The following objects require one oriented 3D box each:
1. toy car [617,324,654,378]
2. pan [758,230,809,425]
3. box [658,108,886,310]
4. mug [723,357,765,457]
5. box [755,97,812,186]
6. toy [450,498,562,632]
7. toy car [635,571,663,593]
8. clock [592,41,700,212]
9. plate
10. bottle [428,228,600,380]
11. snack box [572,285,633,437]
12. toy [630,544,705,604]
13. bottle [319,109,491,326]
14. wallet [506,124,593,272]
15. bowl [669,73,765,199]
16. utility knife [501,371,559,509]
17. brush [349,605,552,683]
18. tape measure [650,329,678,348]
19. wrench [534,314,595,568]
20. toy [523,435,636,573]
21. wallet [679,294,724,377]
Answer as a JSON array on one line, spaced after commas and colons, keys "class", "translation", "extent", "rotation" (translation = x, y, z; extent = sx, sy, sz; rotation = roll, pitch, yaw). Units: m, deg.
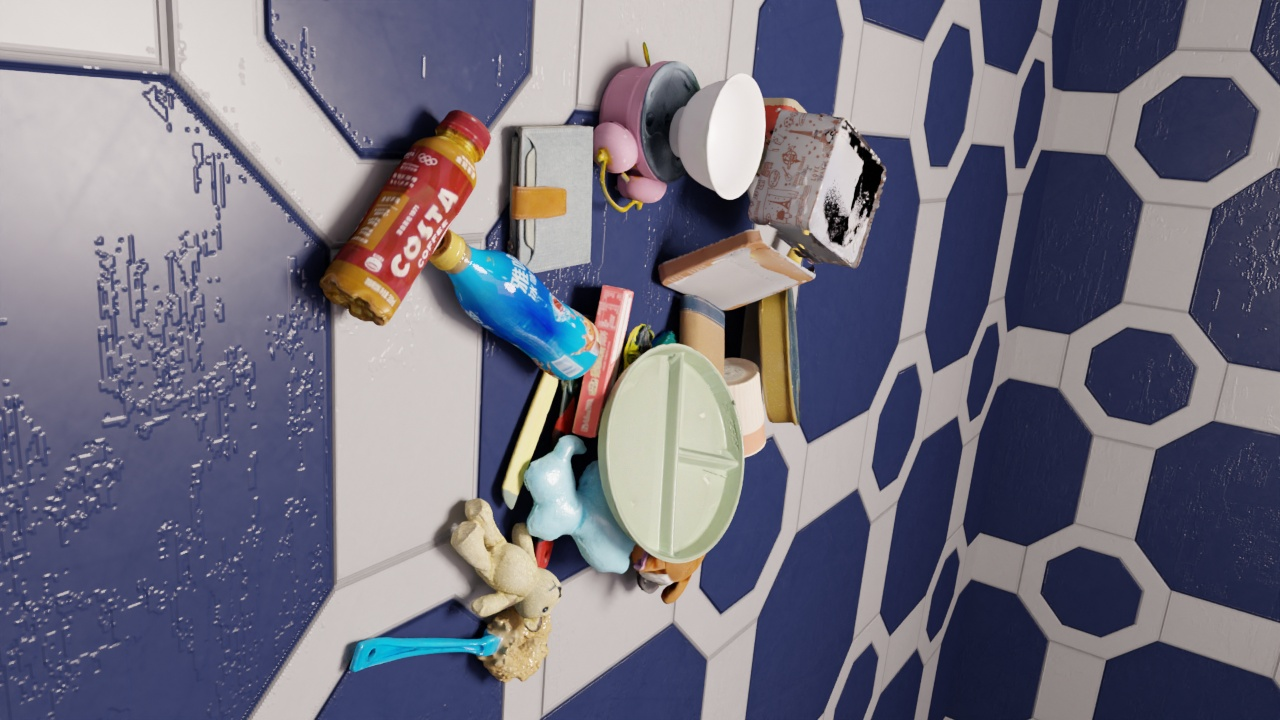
[{"class": "toy car", "translation": [-0.006, 0.006, 1.006], "extent": [0.048, 0.032, 0.105], "rotation": [-62, 160, -47]}, {"class": "pan", "translation": [0.204, -0.090, 1.235], "extent": [0.197, 0.078, 0.357], "rotation": [43, 45, -73]}, {"class": "box", "translation": [0.164, -0.149, 1.051], "extent": [0.271, 0.134, 0.179], "rotation": [-47, 151, 16]}, {"class": "mug", "translation": [0.109, 0.067, 1.166], "extent": [0.114, 0.082, 0.106], "rotation": [-40, 132, -46]}, {"class": "box", "translation": [0.175, -0.256, 1.134], "extent": [0.168, 0.091, 0.076], "rotation": [17, 85, -57]}, {"class": "toy", "translation": [-0.127, 0.193, 0.875], "extent": [0.157, 0.066, 0.104], "rotation": [59, 34, -37]}, {"class": "toy car", "translation": [0.037, 0.223, 1.154], "extent": [0.157, 0.042, 0.070], "rotation": [-47, 138, -38]}, {"class": "clock", "translation": [0.003, -0.223, 0.916], "extent": [0.117, 0.060, 0.158], "rotation": [42, 65, -55]}, {"class": "plate", "translation": [0.035, 0.097, 0.974], "extent": [0.229, 0.028, 0.230], "rotation": [10, 77, -47]}, {"class": "bottle", "translation": [-0.112, -0.050, 0.805], "extent": [0.218, 0.065, 0.065], "rotation": [41, 68, -53]}, {"class": "snack box", "translation": [-0.037, 0.000, 0.944], "extent": [0.075, 0.025, 0.153], "rotation": [-29, 131, -83]}, {"class": "toy", "translation": [0.032, 0.171, 1.063], "extent": [0.140, 0.131, 0.199], "rotation": [47, 43, -48]}, {"class": "bottle", "translation": [-0.172, -0.112, 0.694], "extent": [0.174, 0.057, 0.057], "rotation": [-63, 145, -20]}, {"class": "wallet", "translation": [-0.079, -0.148, 0.841], "extent": [0.106, 0.037, 0.130], "rotation": [-21, 119, -53]}, {"class": "bowl", "translation": [0.068, -0.221, 0.899], "extent": [0.118, 0.065, 0.118], "rotation": [-29, 126, -51]}, {"class": "utility knife", "translation": [-0.097, 0.047, 0.905], "extent": [0.031, 0.021, 0.204], "rotation": [40, 71, -59]}, {"class": "brush", "translation": [-0.171, 0.271, 0.870], "extent": [0.254, 0.046, 0.083], "rotation": [19, 90, -54]}, {"class": "tape measure", "translation": [0.028, -0.001, 1.070], "extent": [0.054, 0.025, 0.058], "rotation": [-43, 134, -42]}, {"class": "wrench", "translation": [-0.081, 0.087, 0.941], "extent": [0.056, 0.016, 0.273], "rotation": [-9, 111, -71]}, {"class": "toy", "translation": [-0.049, 0.150, 0.938], "extent": [0.156, 0.050, 0.161], "rotation": [-10, 102, -35]}, {"class": "wallet", "translation": [0.074, -0.013, 1.095], "extent": [0.090, 0.033, 0.115], "rotation": [25, 61, -56]}]
